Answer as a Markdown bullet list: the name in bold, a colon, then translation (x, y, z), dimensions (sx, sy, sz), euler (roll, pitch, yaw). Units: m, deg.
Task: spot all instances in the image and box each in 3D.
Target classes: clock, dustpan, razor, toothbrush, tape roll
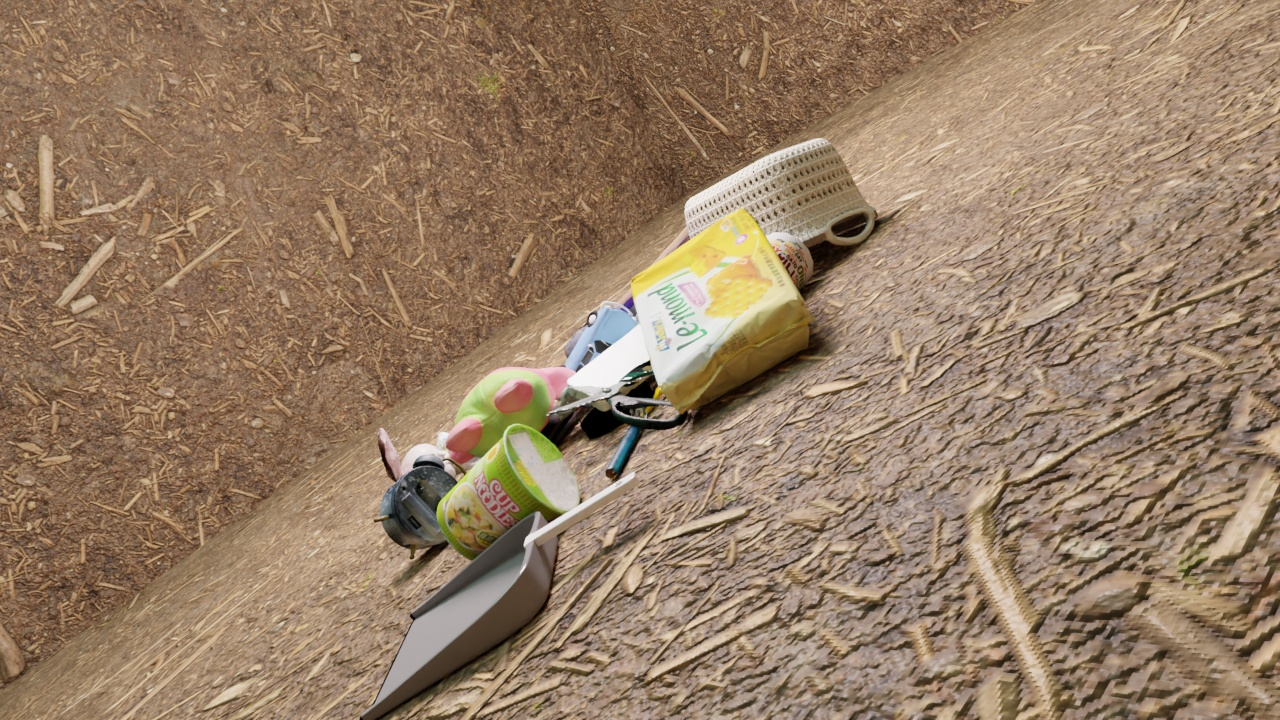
- **clock**: translation (-0.237, 0.158, 1.035), dimensions (0.052, 0.090, 0.129), euler (-32, 12, 43)
- **dustpan**: translation (-0.104, 0.170, 0.734), dimensions (0.258, 0.033, 0.163), euler (-32, 11, 6)
- **razor**: translation (-0.012, 0.078, 0.917), dimensions (0.042, 0.022, 0.143), euler (-9, 23, 17)
- **toothbrush**: translation (0.030, 0.027, 1.027), dimensions (0.021, 0.016, 0.135), euler (-28, 11, 49)
- **tape roll**: translation (-0.027, 0.056, 1.065), dimensions (0.093, 0.016, 0.091), euler (-35, 11, -7)

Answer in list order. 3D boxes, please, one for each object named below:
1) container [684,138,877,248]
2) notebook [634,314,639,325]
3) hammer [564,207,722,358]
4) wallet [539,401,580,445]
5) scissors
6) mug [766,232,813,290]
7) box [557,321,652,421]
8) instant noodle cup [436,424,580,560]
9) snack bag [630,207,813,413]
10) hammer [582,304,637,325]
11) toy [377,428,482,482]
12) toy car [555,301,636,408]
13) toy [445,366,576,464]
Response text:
- **container**: translation (0.174, -0.186, 1.213), dimensions (0.184, 0.143, 0.247), euler (-26, 5, -36)
- **notebook**: translation (0.003, -0.060, 1.312), dimensions (0.210, 0.022, 0.171), euler (-49, 2, 34)
- **hammer**: translation (0.007, -0.116, 1.370), dimensions (0.329, 0.052, 0.098), euler (-47, 3, 17)
- **wallet**: translation (-0.134, 0.102, 1.153), dimensions (0.100, 0.031, 0.119), euler (-26, 18, 29)
- **scissors**: translation (0.004, 0.034, 0.961), dimensions (0.201, 0.015, 0.204), euler (-22, 23, -14)
- **mug**: translation (0.140, -0.094, 1.085), dimensions (0.105, 0.073, 0.089), euler (-22, 16, 47)
- **box**: translation (-0.008, 0.002, 1.109), dimensions (0.197, 0.075, 0.126), euler (-39, -7, -30)
- **instant noodle cup**: translation (-0.128, 0.129, 0.852), dimensions (0.108, 0.099, 0.098), euler (-38, 9, 17)
- **snack bag**: translation (0.080, -0.055, 0.943), dimensions (0.160, 0.068, 0.247), euler (-34, 32, 13)
- **hammer**: translation (-0.066, -0.060, 1.634), dimensions (0.117, 0.051, 0.323), euler (-35, 8, -8)
- **toy**: translation (-0.272, 0.137, 1.250), dimensions (0.106, 0.131, 0.204), euler (-51, -13, 33)
- **toy car**: translation (-0.059, -0.003, 1.197), dimensions (0.153, 0.056, 0.055), euler (-59, 41, 11)
- **toy**: translation (-0.164, 0.059, 1.135), dimensions (0.192, 0.097, 0.236), euler (-34, 5, 5)
